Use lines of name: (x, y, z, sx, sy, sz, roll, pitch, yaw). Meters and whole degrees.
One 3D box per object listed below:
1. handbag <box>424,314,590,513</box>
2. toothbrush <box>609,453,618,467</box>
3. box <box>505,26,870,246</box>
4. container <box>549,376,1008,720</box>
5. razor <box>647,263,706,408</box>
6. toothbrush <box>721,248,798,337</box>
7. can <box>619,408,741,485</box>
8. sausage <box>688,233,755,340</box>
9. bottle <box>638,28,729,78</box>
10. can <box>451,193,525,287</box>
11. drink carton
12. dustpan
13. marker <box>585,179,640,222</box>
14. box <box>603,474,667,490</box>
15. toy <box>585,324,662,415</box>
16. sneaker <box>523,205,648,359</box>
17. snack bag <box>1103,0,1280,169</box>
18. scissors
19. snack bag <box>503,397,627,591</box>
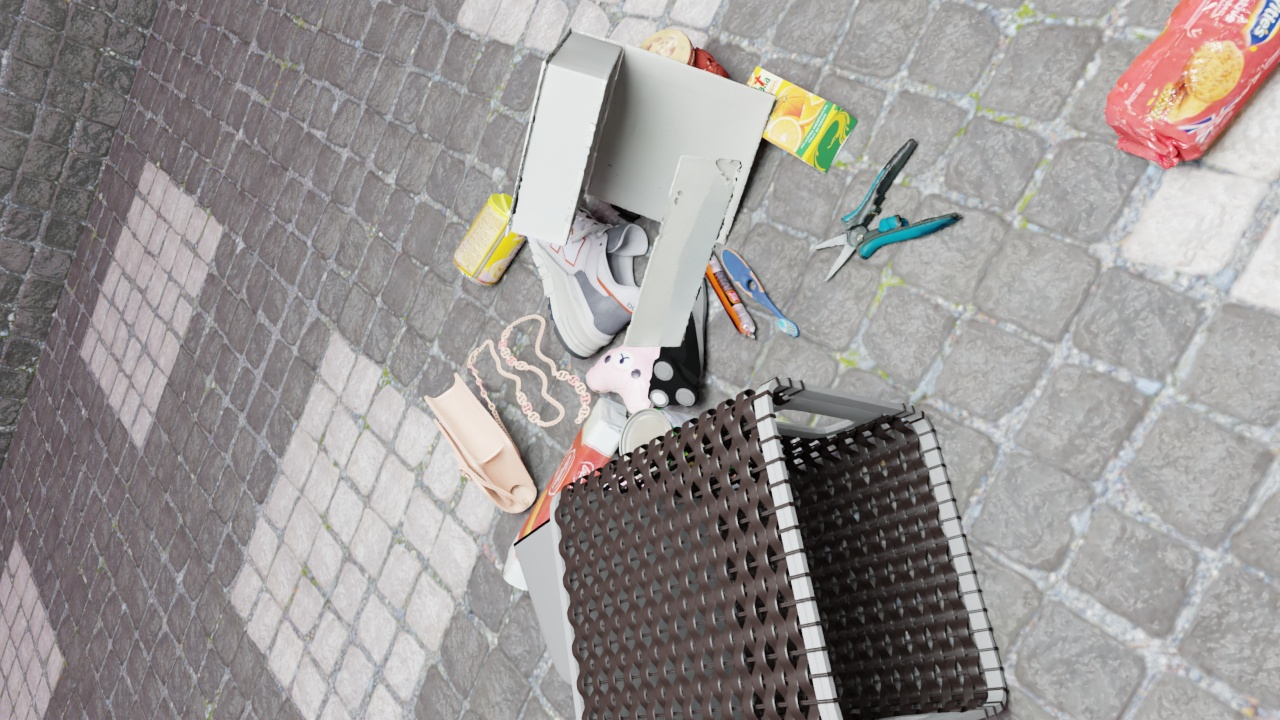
handbag: (-0.137, 0.075, 1.091, 0.187, 0.117, 0.199, -37, 47, -9)
toothbrush: (-0.005, 0.185, 0.978, 0.017, 0.012, 0.186, -25, 65, 20)
box: (0.047, -0.227, 0.957, 0.165, 0.445, 0.167, 45, 130, 38)
container: (0.099, 0.181, 0.738, 0.244, 0.247, 0.245, -26, 64, 38)
razor: (0.043, -0.029, 0.957, 0.057, 0.060, 0.156, -4, 59, 29)
toothbrush: (0.116, -0.070, 0.923, 0.022, 0.017, 0.135, -49, 54, 20)
can: (0.043, 0.085, 0.884, 0.067, 0.120, 0.067, -10, 75, 39)
sausage: (0.082, -0.082, 0.953, 0.020, 0.020, 0.155, -42, 57, 27)
bottle: (0.042, -0.282, 0.971, 0.099, 0.111, 0.098, -10, 69, 28)
can: (-0.186, -0.154, 1.169, 0.105, 0.067, 0.067, -52, 52, 20)
drink carton: (0.148, -0.242, 0.916, 0.122, 0.041, 0.058, 42, 108, 39)
dustpan: (-0.035, 0.271, 0.895, 0.164, 0.033, 0.257, -40, 64, 43)
marker: (-0.045, -0.195, 1.091, 0.139, 0.016, 0.022, 38, 129, 40)
box: (-0.007, 0.211, 0.934, 0.154, 0.041, 0.201, -29, 63, 43)
toy: (-0.006, 0.006, 0.991, 0.099, 0.052, 0.096, 30, 89, 39)
sneaker: (-0.054, -0.131, 1.047, 0.124, 0.088, 0.239, -24, 74, 30)
snack bag: (0.412, -0.224, 0.660, 0.082, 0.082, 0.177, 46, 110, 37)
scissors: (0.221, -0.140, 0.845, 0.148, 0.019, 0.118, -9, 76, 41)
snack bag: (-0.083, 0.147, 1.014, 0.225, 0.041, 0.077, -60, 11, 16)
